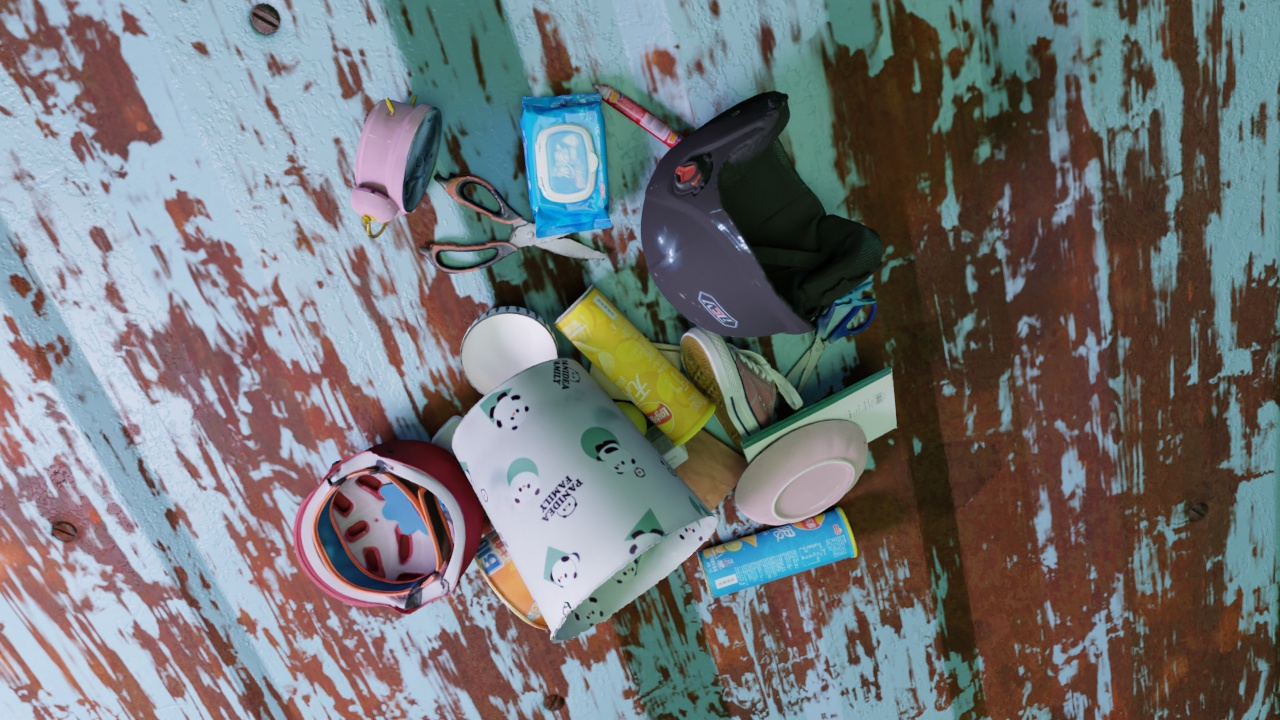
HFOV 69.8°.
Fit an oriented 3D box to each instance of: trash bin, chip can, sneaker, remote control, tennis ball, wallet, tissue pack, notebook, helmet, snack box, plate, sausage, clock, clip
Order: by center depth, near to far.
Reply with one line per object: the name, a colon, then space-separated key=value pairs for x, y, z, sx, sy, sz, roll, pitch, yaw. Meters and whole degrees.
helmet: x=0.111 y=-0.137 z=0.985 sx=0.231 sy=0.273 sz=0.233 roll=-23 pitch=125 yaw=33
clock: x=-0.267 y=-0.206 z=0.993 sx=0.060 sy=0.117 sz=0.159 roll=17 pitch=108 yaw=-2
tissue pack: x=-0.083 y=-0.218 z=1.032 sx=0.095 sy=0.052 sz=0.157 roll=-6 pitch=105 yaw=-7
sausage: x=0.010 y=-0.271 z=1.047 sx=0.156 sy=0.020 sz=0.020 roll=32 pitch=106 yaw=-18
trash bin: x=-0.075 y=0.150 z=1.051 sx=0.230 sy=0.229 sz=0.252 roll=-42 pitch=70 yaw=11
chip can: x=-0.007 y=0.006 z=1.107 sx=0.072 sy=0.072 sz=0.213 roll=-44 pitch=97 yaw=12
sneaker: x=0.126 y=0.029 z=1.141 sx=0.087 sy=0.118 sz=0.241 roll=-41 pitch=133 yaw=-10
helmet: x=-0.299 y=0.196 z=1.147 sx=0.241 sy=0.143 sz=0.207 roll=-22 pitch=101 yaw=24
clip: x=0.268 y=-0.079 z=1.148 sx=0.055 sy=0.013 sz=0.037 roll=-17 pitch=110 yaw=-4
wallet: x=-0.007 y=0.012 z=1.164 sx=0.115 sy=0.024 sz=0.087 roll=7 pitch=109 yaw=-7
tennis ball: x=-0.025 y=0.085 z=1.170 sx=0.065 sy=0.065 sz=0.065 roll=-2 pitch=113 yaw=-6
notebook: x=0.235 y=0.096 z=1.183 sx=0.209 sy=0.012 sz=0.150 roll=-27 pitch=142 yaw=-1
snack box: x=-0.013 y=0.141 z=1.184 sx=0.157 sy=0.084 sz=0.027 roll=-37 pitch=114 yaw=10
remote control: x=-0.204 y=0.127 z=1.192 sx=0.136 sy=0.020 sz=0.056 roll=39 pitch=103 yaw=-19
plate: x=0.217 y=0.157 z=1.197 sx=0.192 sy=0.039 sz=0.193 roll=-16 pitch=139 yaw=-14
wallet: x=0.082 y=0.146 z=1.235 sx=0.115 sy=0.020 sz=0.101 roll=34 pitch=107 yaw=-21
chip can: x=0.187 y=0.267 z=1.269 sx=0.210 sy=0.071 sz=0.071 roll=-17 pitch=114 yaw=2

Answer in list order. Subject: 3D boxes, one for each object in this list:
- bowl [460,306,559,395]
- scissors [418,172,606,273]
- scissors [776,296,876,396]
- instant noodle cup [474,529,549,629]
bowl: x=-0.157 y=-0.015 z=1.112 sx=0.116 sy=0.066 sz=0.117 roll=-2 pitch=113 yaw=-5
scissors: x=-0.154 y=-0.153 z=1.081 sx=0.189 sy=0.015 sz=0.224 roll=-43 pitch=110 yaw=12
scissors: x=0.242 y=-0.022 z=1.183 sx=0.144 sy=0.012 sz=0.170 roll=-5 pitch=114 yaw=-4
instant noodle cup: x=-0.127 y=0.256 z=1.194 sx=0.111 sy=0.151 sz=0.151 roll=-42 pitch=111 yaw=3
